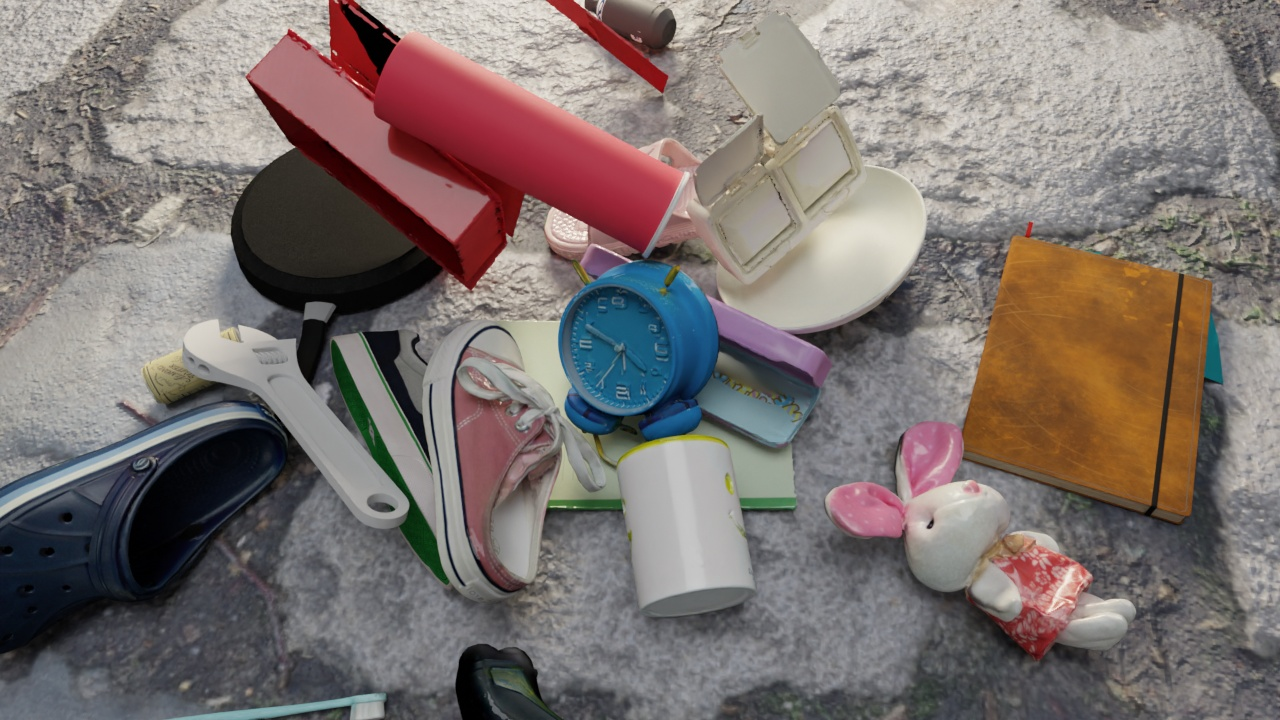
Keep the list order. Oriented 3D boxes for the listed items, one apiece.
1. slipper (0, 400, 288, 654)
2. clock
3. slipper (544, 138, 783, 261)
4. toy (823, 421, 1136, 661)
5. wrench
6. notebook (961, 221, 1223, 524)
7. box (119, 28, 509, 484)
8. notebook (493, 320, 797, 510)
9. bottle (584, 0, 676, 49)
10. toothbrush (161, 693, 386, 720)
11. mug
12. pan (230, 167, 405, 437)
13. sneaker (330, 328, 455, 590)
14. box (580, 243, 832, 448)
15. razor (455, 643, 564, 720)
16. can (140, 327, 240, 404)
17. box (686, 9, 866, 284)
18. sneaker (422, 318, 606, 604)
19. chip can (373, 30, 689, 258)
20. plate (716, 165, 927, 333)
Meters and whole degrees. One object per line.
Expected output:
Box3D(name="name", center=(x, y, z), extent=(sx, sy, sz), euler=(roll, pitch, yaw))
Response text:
Box3D(name="slipper", center=(-0.368, 0.119, 0.653), extent=(0.252, 0.105, 0.095), euler=(-35, 53, -22))
Box3D(name="clock", center=(-0.004, 0.004, 0.686), extent=(0.117, 0.161, 0.060), euler=(4, 13, 28))
Box3D(name="slipper", center=(0.023, -0.153, 0.820), extent=(0.240, 0.064, 0.094), euler=(-7, 52, 14))
Box3D(name="toy", center=(0.229, 0.126, 0.620), extent=(0.158, 0.084, 0.194), euler=(-24, 52, -40))
Box3D(name="wrench", center=(-0.259, 0.041, 0.680), extent=(0.086, 0.018, 0.273), euler=(-8, 35, -43))
Box3D(name="notebook", center=(0.371, 0.000, 0.738), extent=(0.178, 0.014, 0.248), euler=(17, 58, 16))
Box3D(name="box", center=(-0.277, -0.075, 0.757), extent=(0.213, 0.153, 0.325), euler=(40, 95, 0))
Box3D(name="notebook", center=(-0.006, 0.039, 0.741), extent=(0.252, 0.010, 0.181), euler=(0, 55, 4))
Box3D(name="bottle", center=(-0.013, -0.381, 1.014), extent=(0.112, 0.047, 0.046), euler=(29, 62, 22))
Box3D(name="toothbrush", center=(-0.261, 0.241, 0.616), extent=(0.180, 0.016, 0.016), euler=(-6, 64, 0))
Box3D(name="mug", center=(0.031, 0.115, 0.634), extent=(0.082, 0.083, 0.106), euler=(-9, 63, -2))
Box3D(name="pan", center=(-0.281, -0.088, 0.837), extent=(0.225, 0.034, 0.355), euler=(2, 54, 5))
Box3D(name="sneaker", center=(-0.162, 0.062, 0.699), extent=(0.079, 0.084, 0.235), euler=(-16, 54, -27))
Box3D(name="box", center=(0.044, -0.018, 0.733), extent=(0.214, 0.096, 0.077), euler=(27, 26, 21))
Box3D(name="razor", center=(-0.057, 0.237, 0.588), extent=(0.151, 0.054, 0.067), euler=(28, 44, 15))
Box3D(name="can", center=(-0.374, 0.005, 0.775), extent=(0.079, 0.038, 0.038), euler=(-26, 57, -13))
Box3D(name="box", center=(0.101, -0.149, 0.699), extent=(0.143, 0.191, 0.069), euler=(-43, 47, 1))
Box3D(name="sneaker", center=(-0.094, 0.051, 0.654), extent=(0.088, 0.118, 0.240), euler=(-32, 45, 21))
Box3D(name="chip can", center=(-0.078, -0.155, 0.664), extent=(0.220, 0.069, 0.069), euler=(27, 58, -5))
Box3D(name="plate", center=(0.154, -0.089, 0.777), extent=(0.183, 0.034, 0.182), euler=(-20, 45, 20))
